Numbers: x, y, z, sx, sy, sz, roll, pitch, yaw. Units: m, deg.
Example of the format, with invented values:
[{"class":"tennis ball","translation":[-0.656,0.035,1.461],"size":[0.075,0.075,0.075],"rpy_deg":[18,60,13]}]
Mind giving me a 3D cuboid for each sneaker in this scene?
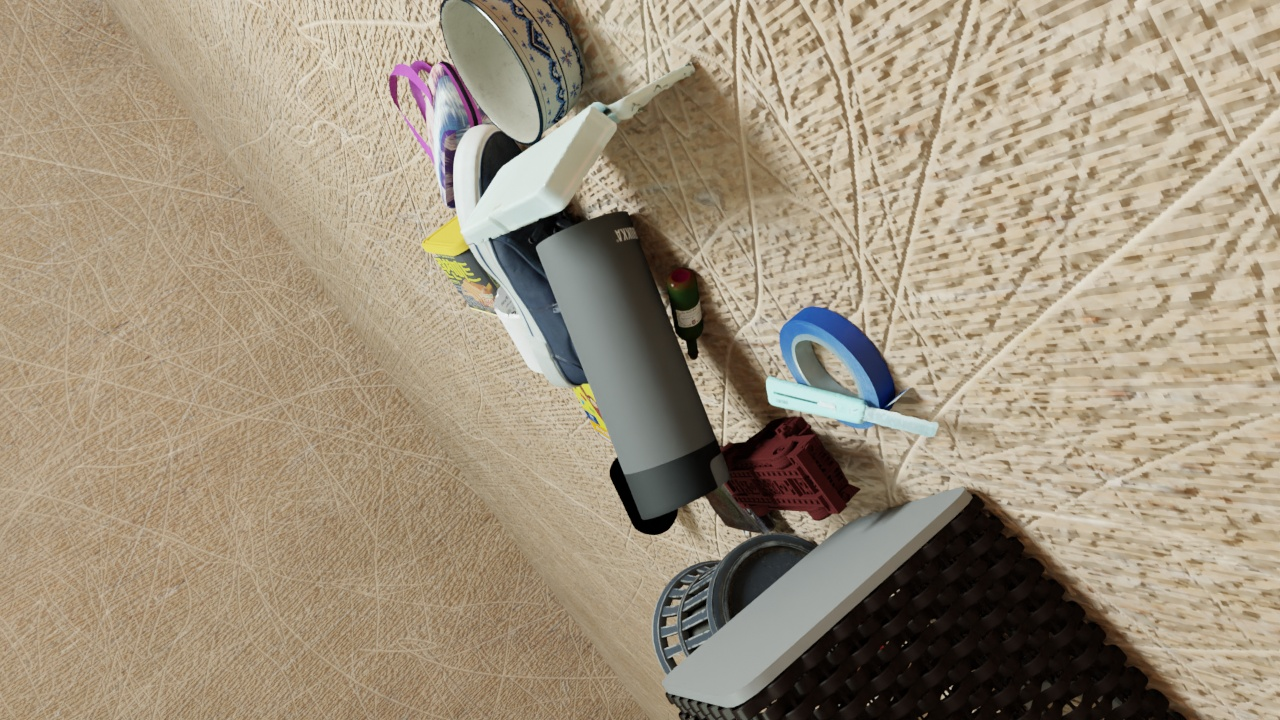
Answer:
[{"class":"sneaker","translation":[-0.070,-0.087,0.855],"size":[0.127,0.120,0.295],"rpy_deg":[-1,133,30]}]

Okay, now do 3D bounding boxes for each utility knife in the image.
[{"class":"utility knife","translation":[0.141,0.032,0.629],"size":[0.169,0.015,0.022],"rpy_deg":[13,107,59]}]

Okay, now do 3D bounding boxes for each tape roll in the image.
[{"class":"tape roll","translation":[0.136,0.006,0.641],"size":[0.093,0.016,0.091],"rpy_deg":[48,161,10]}]

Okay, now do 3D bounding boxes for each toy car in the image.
[{"class":"toy car","translation":[0.121,0.088,0.757],"size":[0.070,0.061,0.170],"rpy_deg":[53,161,-5]}]

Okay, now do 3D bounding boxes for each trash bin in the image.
[{"class":"trash bin","translation":[0.115,0.273,0.965],"size":[0.164,0.164,0.228],"rpy_deg":[48,157,10]}]

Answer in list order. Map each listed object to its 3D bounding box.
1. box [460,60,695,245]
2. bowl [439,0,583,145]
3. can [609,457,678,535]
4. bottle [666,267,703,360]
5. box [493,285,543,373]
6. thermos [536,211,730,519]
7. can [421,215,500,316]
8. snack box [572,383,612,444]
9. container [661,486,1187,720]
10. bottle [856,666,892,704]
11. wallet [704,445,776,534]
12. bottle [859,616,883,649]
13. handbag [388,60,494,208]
[{"class":"box","translation":[-0.055,-0.140,0.625],"size":[0.043,0.135,0.197],"rpy_deg":[47,163,-19]},{"class":"bowl","translation":[-0.086,-0.222,0.666],"size":[0.115,0.059,0.116],"rpy_deg":[44,160,21]},{"class":"can","translation":[0.006,0.166,1.155],"size":[0.063,0.063,0.114],"rpy_deg":[33,154,43]},{"class":"bottle","translation":[0.040,-0.035,0.773],"size":[0.025,0.025,0.106],"rpy_deg":[39,157,33]},{"class":"box","translation":[-0.111,-0.059,0.989],"size":[0.092,0.081,0.161],"rpy_deg":[15,147,37]},{"class":"thermos","translation":[-0.005,0.004,0.759],"size":[0.240,0.082,0.082],"rpy_deg":[69,160,0]},{"class":"can","translation":[-0.183,-0.113,1.067],"size":[0.131,0.072,0.101],"rpy_deg":[16,143,59]},{"class":"snack box","translation":[-0.035,0.045,1.062],"size":[0.088,0.040,0.126],"rpy_deg":[28,150,49]},{"class":"container","translation":[0.190,0.265,0.654],"size":[0.243,0.245,0.248],"rpy_deg":[52,161,7]},{"class":"bottle","translation":[0.234,0.357,0.984],"size":[0.063,0.063,0.109],"rpy_deg":[56,160,-14]},{"class":"wallet","translation":[0.089,0.135,0.969],"size":[0.099,0.031,0.120],"rpy_deg":[55,163,-3]},{"class":"bottle","translation":[0.213,0.293,0.949],"size":[0.042,0.041,0.142],"rpy_deg":[47,161,13]},{"class":"handbag","translation":[-0.197,-0.233,0.896],"size":[0.170,0.067,0.145],"rpy_deg":[49,147,32]}]
